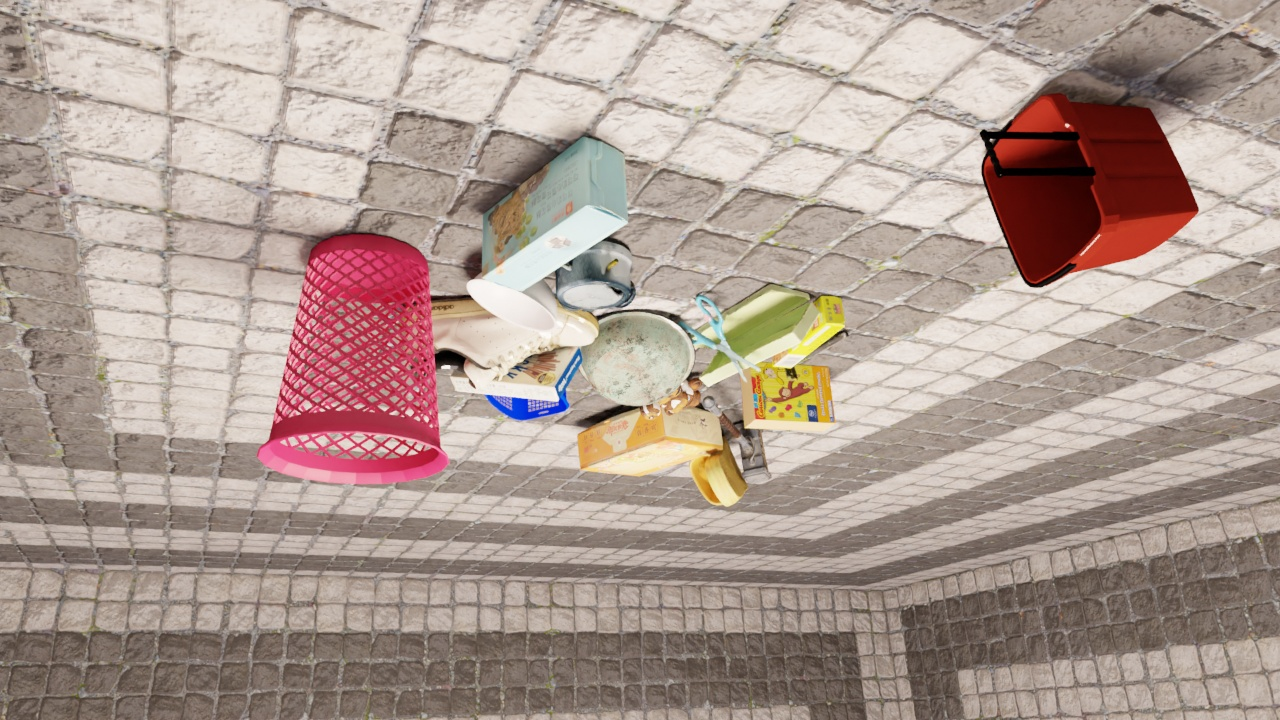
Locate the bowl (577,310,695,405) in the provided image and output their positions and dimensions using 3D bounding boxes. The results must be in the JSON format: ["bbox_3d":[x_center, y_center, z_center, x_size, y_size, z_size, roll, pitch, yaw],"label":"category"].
[{"bbox_3d":[-0.007,0.007,1.188,0.157,0.038,0.158,1,133,0],"label":"bowl"}]

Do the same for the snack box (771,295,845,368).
[{"bbox_3d":[0.214,-0.035,1.193,0.029,0.040,0.148,4,157,-19],"label":"snack box"}]

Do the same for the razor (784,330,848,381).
[{"bbox_3d":[0.242,-0.013,1.267,0.026,0.042,0.106,21,138,-41],"label":"razor"}]

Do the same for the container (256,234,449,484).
[{"bbox_3d":[-0.292,-0.004,0.963,0.183,0.225,0.183,-2,158,-1],"label":"container"}]

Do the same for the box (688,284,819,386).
[{"bbox_3d":[0.144,-0.032,1.179,0.077,0.089,0.188,-25,175,-40],"label":"box"}]

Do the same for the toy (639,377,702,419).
[{"bbox_3d":[0.047,0.050,1.344,0.112,0.067,0.087,18,122,-47],"label":"toy"}]

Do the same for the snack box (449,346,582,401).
[{"bbox_3d":[-0.157,0.011,1.162,0.150,0.081,0.026,4,130,21],"label":"snack box"}]

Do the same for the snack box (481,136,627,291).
[{"bbox_3d":[-0.085,-0.134,0.868,0.053,0.075,0.175,15,152,-38],"label":"snack box"}]

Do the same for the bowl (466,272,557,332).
[{"bbox_3d":[-0.136,-0.077,1.028,0.110,0.040,0.110,21,161,8],"label":"bowl"}]

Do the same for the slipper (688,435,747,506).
[{"bbox_3d":[0.130,0.198,1.560,0.078,0.099,0.263,-29,178,9],"label":"slipper"}]

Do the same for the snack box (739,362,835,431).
[{"bbox_3d":[0.215,0.054,1.346,0.125,0.088,0.040,4,157,-16],"label":"snack box"}]

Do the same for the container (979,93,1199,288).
[{"bbox_3d":[0.354,-0.148,0.793,0.200,0.148,0.127,-7,159,-15],"label":"container"}]

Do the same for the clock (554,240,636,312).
[{"bbox_3d":[-0.052,-0.088,1.020,0.090,0.052,0.129,-4,162,2],"label":"clock"}]

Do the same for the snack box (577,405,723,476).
[{"bbox_3d":[0.012,0.126,1.506,0.196,0.080,0.145,-23,155,39],"label":"snack box"}]

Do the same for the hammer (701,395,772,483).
[{"bbox_3d":[0.149,0.112,1.464,0.044,0.098,0.322,-14,156,15],"label":"hammer"}]

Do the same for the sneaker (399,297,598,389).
[{"bbox_3d":[-0.170,-0.017,1.108,0.241,0.102,0.089,-1,158,-6],"label":"sneaker"}]

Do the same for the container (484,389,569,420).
[{"bbox_3d":[-0.154,0.030,1.250,0.096,0.058,0.114,-13,152,14],"label":"container"}]

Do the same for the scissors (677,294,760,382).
[{"bbox_3d":[0.090,-0.025,1.158,0.015,0.136,0.126,-39,-159,-28],"label":"scissors"}]
